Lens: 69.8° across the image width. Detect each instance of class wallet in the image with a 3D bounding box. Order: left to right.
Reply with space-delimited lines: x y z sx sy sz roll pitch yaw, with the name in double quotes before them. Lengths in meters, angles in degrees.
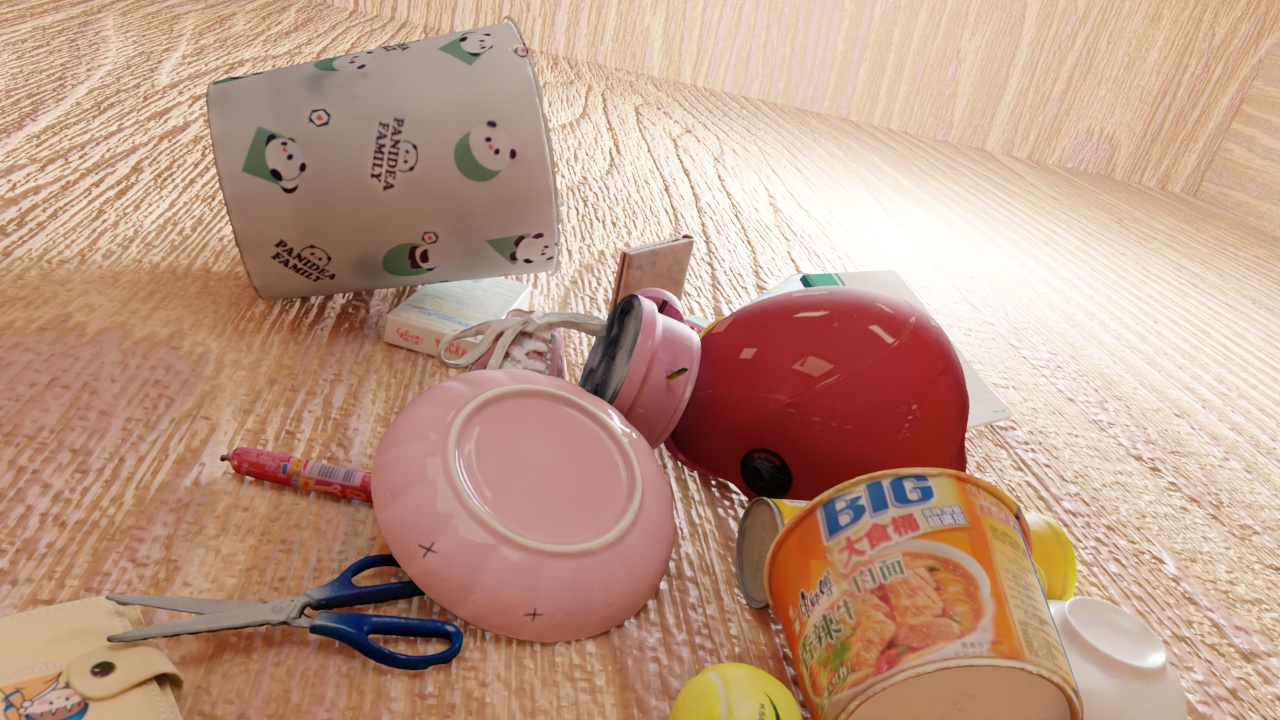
"wallet" -0.248 0.147 0.397 0.087 0.024 0.115 -7 30 -42
"wallet" 0.008 -0.066 0.885 0.020 0.101 0.115 25 28 28

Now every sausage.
"sausage" -0.186 0.077 0.579 0.156 0.020 0.020 12 25 -5

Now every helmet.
"helmet" 0.136 0.015 0.704 0.240 0.144 0.206 13 31 16

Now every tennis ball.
"tennis ball" 0.045 0.178 0.436 0.065 0.066 0.065 12 25 -6

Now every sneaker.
"sneaker" -0.092 0.007 0.689 0.118 0.088 0.240 12 28 -4

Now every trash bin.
"trash bin" -0.217 -0.164 0.794 0.251 0.230 0.229 -12 32 -14

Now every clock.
"clock" -0.004 0.004 0.717 0.059 0.117 0.158 21 24 -17

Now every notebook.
"notebook" 0.267 -0.013 0.930 0.150 0.012 0.209 -7 54 -37

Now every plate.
"plate" -0.062 0.072 0.555 0.192 0.039 0.192 17 42 -16

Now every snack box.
"snack box" -0.162 -0.045 0.835 0.085 0.027 0.156 16 25 4

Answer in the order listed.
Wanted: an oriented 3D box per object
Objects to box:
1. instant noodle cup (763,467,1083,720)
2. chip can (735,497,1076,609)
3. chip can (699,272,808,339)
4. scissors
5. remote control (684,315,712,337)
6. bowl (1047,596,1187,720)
"instant noodle cup" 0.145 0.147 0.472 0.151 0.152 0.111 11 33 -8
"chip can" 0.173 0.129 0.597 0.213 0.072 0.072 7 26 -17
"chip can" 0.132 -0.034 0.917 0.071 0.071 0.209 24 26 20
"scissors" -0.168 0.132 0.462 0.144 0.012 0.169 30 23 22
"remote control" 0.037 -0.017 0.892 0.056 0.020 0.135 28 29 29
"bowl" 0.265 0.183 0.541 0.116 0.066 0.116 12 25 -6
